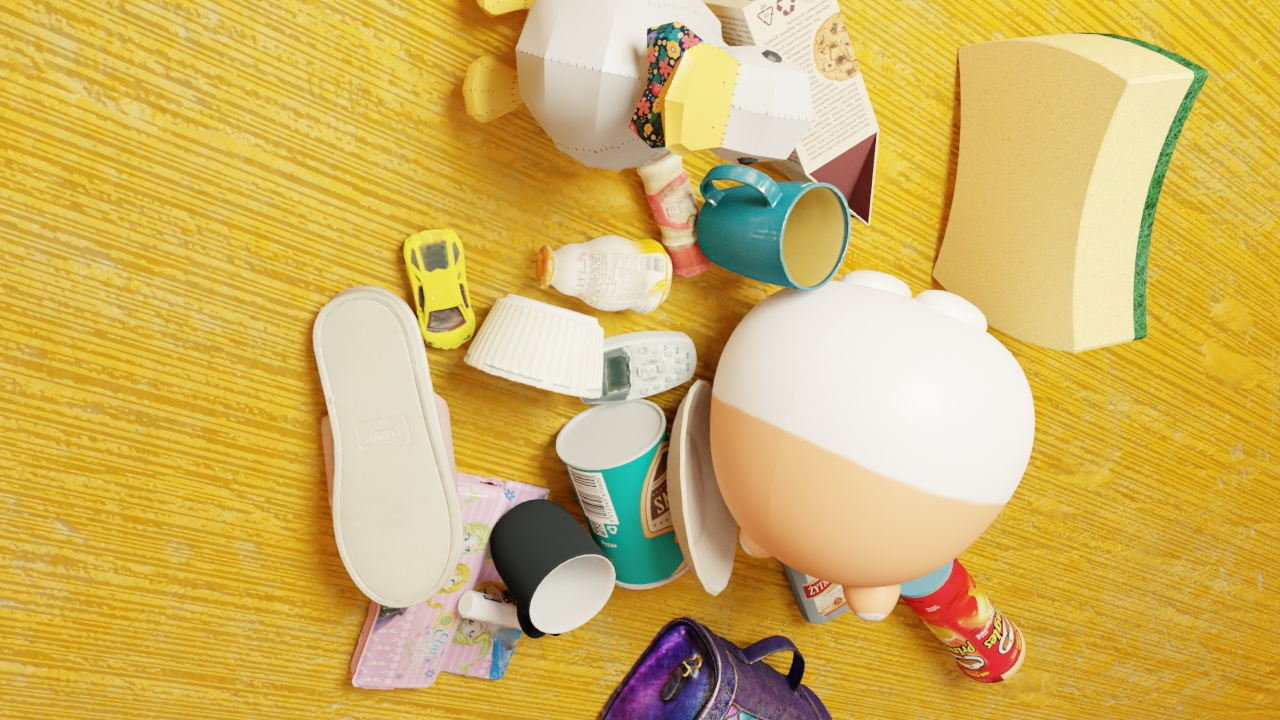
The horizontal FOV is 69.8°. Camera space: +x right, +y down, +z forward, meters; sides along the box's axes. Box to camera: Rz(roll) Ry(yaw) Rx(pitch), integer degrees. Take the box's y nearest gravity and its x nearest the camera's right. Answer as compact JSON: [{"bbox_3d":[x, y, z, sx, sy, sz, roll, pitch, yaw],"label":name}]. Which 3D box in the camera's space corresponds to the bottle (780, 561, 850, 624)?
[{"bbox_3d":[0.187,0.210,0.990,0.072,0.046,0.161,-27,121,-7],"label":"bottle"}]

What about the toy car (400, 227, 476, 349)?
[{"bbox_3d":[-0.161,-0.056,0.738,0.049,0.030,0.107,-15,120,-15],"label":"toy car"}]

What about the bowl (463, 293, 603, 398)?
[{"bbox_3d":[-0.080,-0.015,0.748,0.115,0.115,0.062,14,93,-26],"label":"bowl"}]

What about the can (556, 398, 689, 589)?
[{"bbox_3d":[-0.009,0.122,0.840,0.099,0.099,0.144,-22,120,-10],"label":"can"}]

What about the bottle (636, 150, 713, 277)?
[{"bbox_3d":[0.030,-0.125,0.770,0.044,0.044,0.109,-27,121,-7],"label":"bottle"}]

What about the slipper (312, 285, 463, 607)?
[{"bbox_3d":[-0.207,0.073,0.758,0.114,0.054,0.274,-3,104,1],"label":"slipper"}]

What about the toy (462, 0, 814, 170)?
[{"bbox_3d":[0.006,-0.193,0.617,0.246,0.268,0.141,-23,131,-56],"label":"toy"}]

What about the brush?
[{"bbox_3d":[0.354,-0.148,0.793,0.075,0.195,0.250,-10,118,-16],"label":"brush"}]

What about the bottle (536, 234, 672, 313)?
[{"bbox_3d":[-0.031,-0.073,0.761,0.108,0.063,0.063,4,113,-21],"label":"bottle"}]

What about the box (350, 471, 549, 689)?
[{"bbox_3d":[-0.165,0.214,0.869,0.159,0.035,0.231,13,109,-31],"label":"box"}]

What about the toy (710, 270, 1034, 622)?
[{"bbox_3d":[0.189,0.067,0.791,0.265,0.263,0.281,8,103,-50],"label":"toy"}]

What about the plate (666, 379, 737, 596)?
[{"bbox_3d":[0.052,0.112,0.816,0.027,0.188,0.189,-6,122,18],"label":"plate"}]

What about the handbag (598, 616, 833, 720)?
[{"bbox_3d":[0.092,0.388,0.994,0.205,0.125,0.222,38,96,-31],"label":"handbag"}]

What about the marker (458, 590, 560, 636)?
[{"bbox_3d":[-0.119,0.244,0.880,0.125,0.025,0.025,29,102,-42],"label":"marker"}]

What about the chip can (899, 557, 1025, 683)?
[{"bbox_3d":[0.370,0.292,1.077,0.087,0.087,0.213,-42,121,2],"label":"chip can"}]

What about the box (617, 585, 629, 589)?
[{"bbox_3d":[0.048,0.169,0.919,0.187,0.053,0.058,-34,154,-1],"label":"box"}]

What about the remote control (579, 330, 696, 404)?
[{"bbox_3d":[-0.005,0.005,0.827,0.114,0.028,0.060,-9,117,-16],"label":"remote control"}]

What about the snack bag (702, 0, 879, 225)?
[{"bbox_3d":[0.128,-0.206,0.737,0.070,0.094,0.206,-32,121,-4],"label":"snack bag"}]

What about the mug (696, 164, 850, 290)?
[{"bbox_3d":[0.093,-0.113,0.728,0.112,0.104,0.084,46,71,-38],"label":"mug"}]

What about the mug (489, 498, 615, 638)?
[{"bbox_3d":[-0.087,0.196,0.825,0.085,0.094,0.122,1,116,-36],"label":"mug"}]
